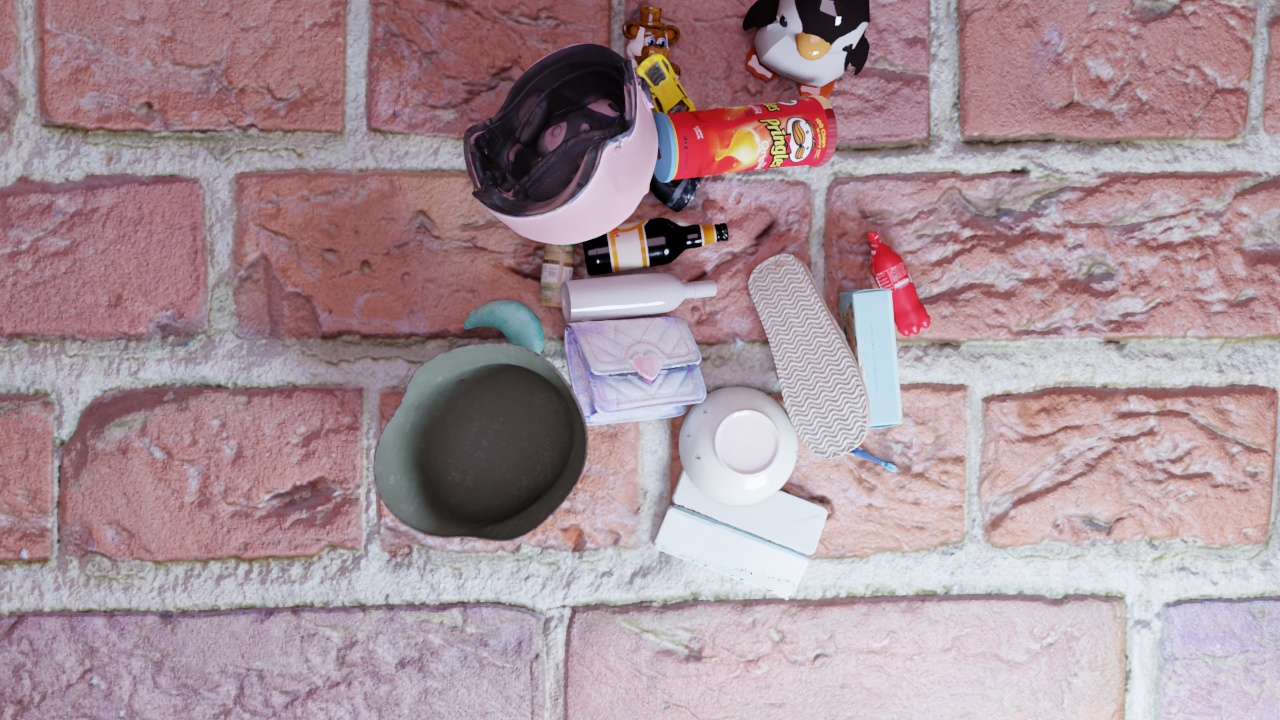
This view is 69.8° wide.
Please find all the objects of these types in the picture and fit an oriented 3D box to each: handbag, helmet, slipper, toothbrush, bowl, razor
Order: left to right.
[{"bbox_3d":[-0.184,0.100,1.112,0.268,0.153,0.227,-29,89,5],"label":"helmet"},{"bbox_3d":[-0.076,-0.245,1.075,0.230,0.152,0.255,-25,52,20],"label":"helmet"},{"bbox_3d":[-0.007,0.006,1.119,0.158,0.069,0.126,-5,72,-27],"label":"handbag"},{"bbox_3d":[0.028,-0.255,1.150,0.063,0.053,0.140,-25,93,-13],"label":"razor"},{"bbox_3d":[0.127,0.105,1.150,0.153,0.073,0.153,0,82,-3],"label":"bowl"},{"bbox_3d":[0.211,-0.007,1.151,0.115,0.052,0.262,-26,76,30],"label":"slipper"},{"bbox_3d":[0.277,0.116,1.197,0.135,0.017,0.021,25,90,-3],"label":"toothbrush"}]

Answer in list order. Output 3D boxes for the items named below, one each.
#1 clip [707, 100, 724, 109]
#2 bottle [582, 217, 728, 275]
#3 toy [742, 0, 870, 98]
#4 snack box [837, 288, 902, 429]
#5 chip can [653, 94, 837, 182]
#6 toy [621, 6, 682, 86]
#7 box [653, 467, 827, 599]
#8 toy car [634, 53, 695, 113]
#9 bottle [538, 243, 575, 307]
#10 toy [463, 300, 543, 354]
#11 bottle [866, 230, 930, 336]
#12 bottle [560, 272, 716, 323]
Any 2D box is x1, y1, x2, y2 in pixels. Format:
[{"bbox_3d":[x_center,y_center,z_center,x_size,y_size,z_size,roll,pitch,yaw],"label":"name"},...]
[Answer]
[{"bbox_3d":[0.084,-0.305,1.165,0.026,0.049,0.061,39,133,-5],"label":"clip"},{"bbox_3d":[0.019,-0.148,1.151,0.181,0.059,0.059,-9,94,-1],"label":"bottle"},{"bbox_3d":[0.211,-0.408,1.079,0.159,0.184,0.140,21,92,-3],"label":"toy"},{"bbox_3d":[0.290,-0.004,1.161,0.053,0.075,0.174,-5,94,-1],"label":"snack box"},{"bbox_3d":[0.123,-0.267,1.108,0.213,0.087,0.087,-10,94,-16],"label":"chip can"},{"bbox_3d":[0.012,-0.377,1.135,0.087,0.067,0.113,-3,107,-25],"label":"toy"},{"bbox_3d":[0.130,0.218,1.188,0.197,0.044,0.136,22,93,0],"label":"box"},{"bbox_3d":[0.031,-0.319,1.106,0.049,0.030,0.107,-43,124,-5],"label":"toy car"},{"bbox_3d":[-0.103,-0.122,1.159,0.043,0.043,0.111,7,94,-2],"label":"bottle"},{"bbox_3d":[-0.166,-0.034,1.169,0.085,0.033,0.105,-37,95,12],"label":"toy"},{"bbox_3d":[0.325,-0.099,1.172,0.042,0.042,0.141,-26,94,0],"label":"bottle"},{"bbox_3d":[0.001,-0.082,1.148,0.195,0.052,0.052,-7,94,-17],"label":"bottle"}]
